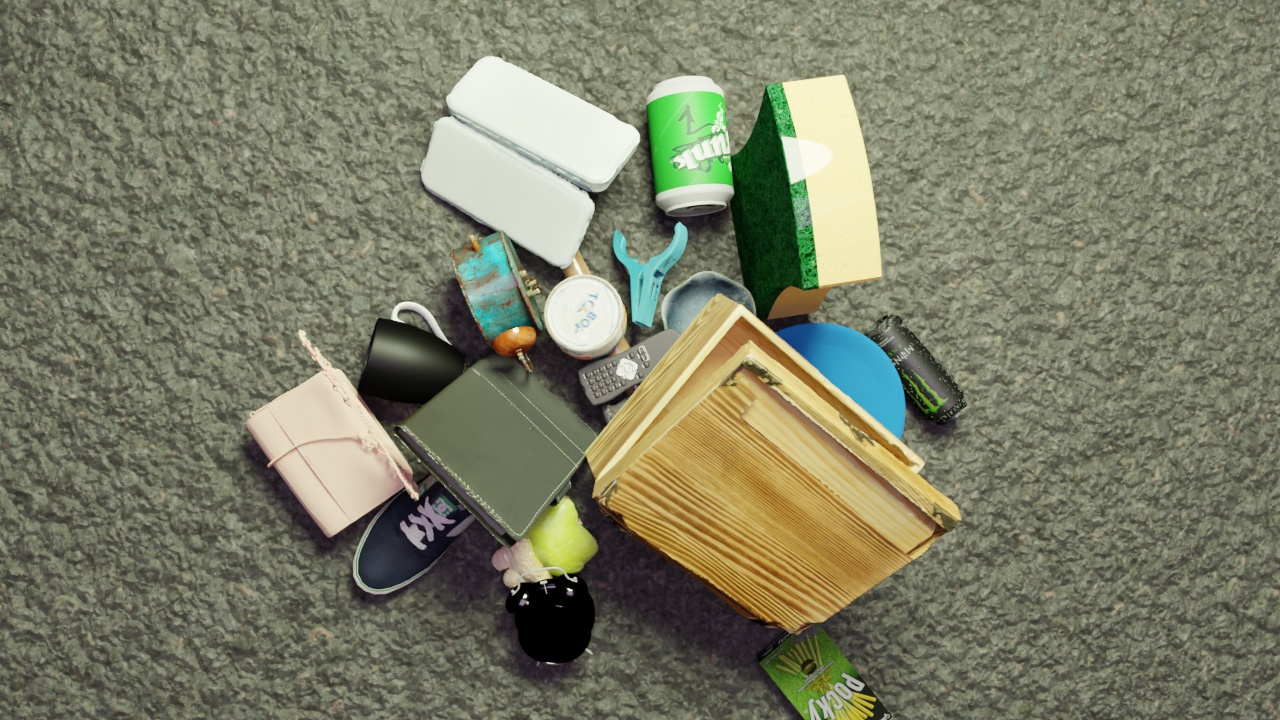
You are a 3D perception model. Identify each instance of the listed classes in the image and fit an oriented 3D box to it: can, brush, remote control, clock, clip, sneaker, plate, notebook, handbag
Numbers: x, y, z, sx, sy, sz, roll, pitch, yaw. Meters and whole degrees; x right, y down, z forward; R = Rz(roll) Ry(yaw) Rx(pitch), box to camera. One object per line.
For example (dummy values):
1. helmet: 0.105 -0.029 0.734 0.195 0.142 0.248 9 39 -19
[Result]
1. can: -0.059 -0.047 0.986 0.086 0.043 0.086 -1 80 4
2. brush: 0.159 -0.155 0.948 0.075 0.250 0.195 -9 86 -6
3. remote control: -0.006 0.006 0.997 0.124 0.009 0.046 -24 84 1
4. clock: -0.097 0.276 0.998 0.091 0.042 0.121 -11 112 0
5. clip: -0.001 -0.110 1.024 0.119 0.033 0.121 37 95 29
6. sneaker: -0.222 0.163 0.992 0.235 0.079 0.084 -43 93 -4
7. clock: -0.140 -0.061 0.986 0.073 0.121 0.157 -22 97 -2
8. plate: 0.190 0.065 1.045 0.224 0.024 0.224 -2 104 -8
9. can: 0.315 0.010 1.057 0.054 0.054 0.137 -41 92 -5
10. notebook: -0.139 0.082 0.952 0.169 0.208 0.030 45 123 -3
11. handbag: -0.327 0.086 0.930 0.116 0.187 0.199 -35 96 -12
12. can: 0.055 -0.236 1.022 0.088 0.088 0.140 -6 89 -5

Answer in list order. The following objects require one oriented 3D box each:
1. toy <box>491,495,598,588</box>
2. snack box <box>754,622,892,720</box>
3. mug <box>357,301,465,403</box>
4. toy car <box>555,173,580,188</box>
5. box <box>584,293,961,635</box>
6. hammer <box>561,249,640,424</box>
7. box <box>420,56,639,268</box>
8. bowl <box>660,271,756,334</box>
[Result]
1. toy: -0.109 0.207 1.019 0.115 0.046 0.092 -32 94 2
2. snack box: 0.210 0.375 1.053 0.080 0.025 0.147 -39 92 -5
3. mug: -0.244 -0.008 1.001 0.100 0.085 0.118 16 57 -18
4. toy car: -0.078 -0.246 1.039 0.049 0.030 0.107 -8 86 -7
5. box: 0.118 0.127 0.923 0.279 0.220 0.259 38 95 -17
6. hammer: -0.049 -0.056 1.033 0.098 0.052 0.328 -27 88 -5
7. box: -0.126 -0.222 0.996 0.211 0.084 0.186 32 89 9
8. bowl: 0.076 -0.042 1.035 0.110 0.055 0.110 0 88 -3
